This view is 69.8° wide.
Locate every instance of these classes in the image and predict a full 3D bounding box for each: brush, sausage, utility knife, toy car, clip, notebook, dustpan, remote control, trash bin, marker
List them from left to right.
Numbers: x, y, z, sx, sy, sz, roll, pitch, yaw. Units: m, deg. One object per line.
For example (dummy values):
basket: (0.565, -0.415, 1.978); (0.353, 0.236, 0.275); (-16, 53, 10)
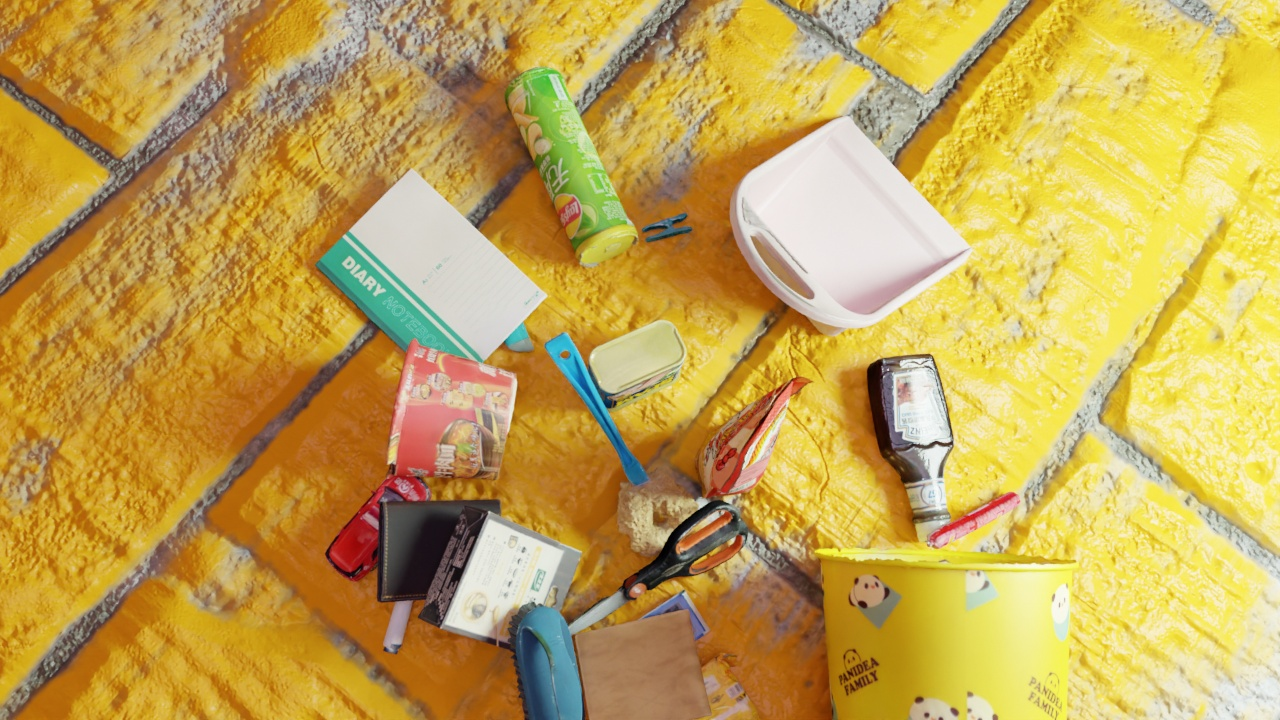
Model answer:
toy car: (-0.260, 0.163, 0.912); (0.053, 0.045, 0.120); (38, 75, 4)
marker: (-0.228, 0.225, 0.912); (0.022, 0.018, 0.130); (15, 75, -9)
notebook: (-0.225, -0.086, 0.983); (0.209, 0.012, 0.150); (43, 85, 7)
utility knife: (-0.163, -0.081, 0.993); (0.029, 0.013, 0.171); (-26, 81, -12)
brush: (-0.081, 0.299, 0.854); (0.055, 0.074, 0.144); (-14, 100, -29)
brush: (-0.022, 0.085, 0.901); (0.083, 0.046, 0.255); (-29, 104, 0)
remote control: (0.005, 0.281, 0.909); (0.124, 0.024, 0.049); (-30, 80, -10)
clip: (0.029, -0.148, 1.022); (0.057, 0.014, 0.046); (-19, 80, -9)
dustpan: (0.220, -0.143, 0.969); (0.273, 0.139, 0.222); (-41, 81, -11)
trash bin: (0.273, 0.303, 0.827); (0.229, 0.230, 0.255); (2, 82, -3)
sausage: (0.341, 0.163, 0.936); (0.155, 0.020, 0.020); (-16, 76, -32)

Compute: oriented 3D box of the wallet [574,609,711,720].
wallet: (0.001, 0.299, 0.875); (0.115, 0.020, 0.101); (-11, 66, -2)

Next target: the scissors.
scissors: (0.013, 0.228, 0.913); (0.235, 0.125, 0.021); (-46, 41, 6)

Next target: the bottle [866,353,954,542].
bottle: (0.291, 0.092, 0.964); (0.079, 0.044, 0.194); (-5, 78, -12)

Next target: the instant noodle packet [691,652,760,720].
instant noodle packet: (0.059, 0.357, 0.884); (0.128, 0.044, 0.110); (-26, 77, -12)

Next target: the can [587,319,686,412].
can: (-0.006, 0.006, 0.946); (0.102, 0.083, 0.057); (-25, 79, -9)

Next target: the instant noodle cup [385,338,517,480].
instant noodle cup: (-0.183, 0.054, 0.903); (0.108, 0.138, 0.137); (10, 75, -9)

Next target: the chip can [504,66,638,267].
chip can: (-0.078, -0.214, 1.002); (0.072, 0.073, 0.221); (-23, 79, -9)

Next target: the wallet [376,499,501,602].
wallet: (-0.195, 0.185, 0.901); (0.122, 0.020, 0.096); (4, 79, -28)

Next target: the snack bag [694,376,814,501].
snack bag: (0.099, 0.082, 0.870); (0.073, 0.208, 0.128); (39, 78, 8)

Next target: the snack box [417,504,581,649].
snack box: (-0.133, 0.214, 0.883); (0.053, 0.125, 0.113); (7, 70, 44)
